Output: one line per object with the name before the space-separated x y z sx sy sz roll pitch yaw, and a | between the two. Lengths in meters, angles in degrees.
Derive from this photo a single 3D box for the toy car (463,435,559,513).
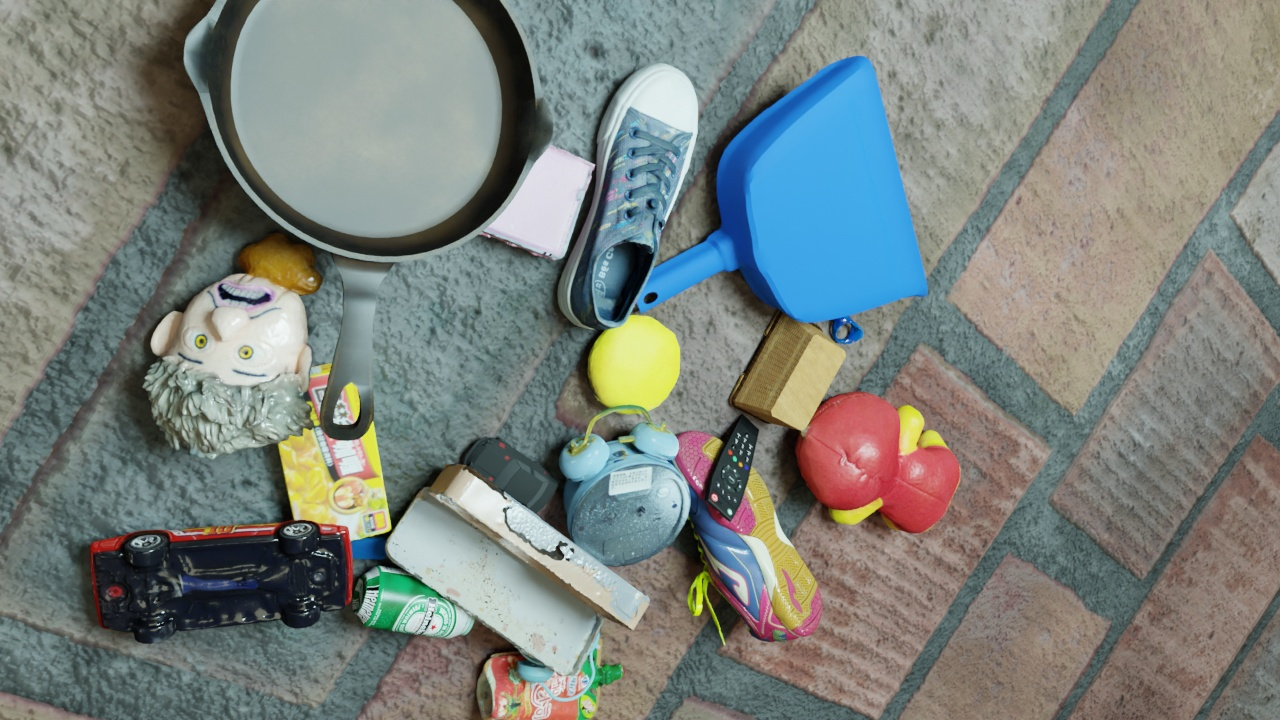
toy car | -0.115 0.104 0.823 0.091 0.036 0.042 39 88 -30

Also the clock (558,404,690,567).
clock | -0.016 0.116 0.849 0.118 0.060 0.162 -8 119 -20

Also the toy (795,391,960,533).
toy | 0.251 0.111 0.973 0.216 0.099 0.147 25 87 -35

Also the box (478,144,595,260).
box | -0.150 -0.156 0.715 0.232 0.046 0.098 20 98 -29

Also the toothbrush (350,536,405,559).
toothbrush | -0.205 0.163 0.811 0.132 0.016 0.021 1 104 -27

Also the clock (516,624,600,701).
clock | -0.082 0.266 0.873 0.087 0.042 0.123 -25 96 -24

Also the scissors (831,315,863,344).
scissors | 0.194 -0.056 0.922 0.133 0.015 0.104 5 121 -27

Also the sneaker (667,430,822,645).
sneaker | 0.084 0.183 0.919 0.116 0.091 0.242 -39 100 -47

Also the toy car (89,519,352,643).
toy car | -0.326 0.169 0.724 0.189 0.056 0.082 -1 109 -14

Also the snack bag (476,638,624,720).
snack bag | -0.085 0.323 0.915 0.155 0.044 0.087 2 94 -32

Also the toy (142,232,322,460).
toy | -0.289 -0.012 0.669 0.132 0.076 0.175 17 81 -2

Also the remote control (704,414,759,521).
remote control | 0.091 0.102 0.892 0.039 0.010 0.124 43 41 -14

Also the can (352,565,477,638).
can | -0.199 0.213 0.809 0.101 0.053 0.053 19 98 -29

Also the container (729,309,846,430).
container | 0.149 0.014 0.907 0.063 0.061 0.114 27 94 -30

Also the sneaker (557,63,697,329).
sneaker | 0.000 -0.131 0.776 0.087 0.079 0.235 14 100 -29

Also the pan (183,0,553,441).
pan | -0.194 -0.121 0.653 0.248 0.043 0.356 6 95 -27

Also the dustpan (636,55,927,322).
dustpan | 0.114 -0.107 0.832 0.257 0.059 0.246 -29 121 -7

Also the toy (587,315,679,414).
toy | -0.005 0.005 0.842 0.094 0.041 0.095 -37 119 -13

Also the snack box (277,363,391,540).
snack box | -0.255 0.078 0.752 0.075 0.025 0.152 -12 111 -22

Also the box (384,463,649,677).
box | -0.098 0.178 0.798 0.216 0.108 0.094 40 45 -18
